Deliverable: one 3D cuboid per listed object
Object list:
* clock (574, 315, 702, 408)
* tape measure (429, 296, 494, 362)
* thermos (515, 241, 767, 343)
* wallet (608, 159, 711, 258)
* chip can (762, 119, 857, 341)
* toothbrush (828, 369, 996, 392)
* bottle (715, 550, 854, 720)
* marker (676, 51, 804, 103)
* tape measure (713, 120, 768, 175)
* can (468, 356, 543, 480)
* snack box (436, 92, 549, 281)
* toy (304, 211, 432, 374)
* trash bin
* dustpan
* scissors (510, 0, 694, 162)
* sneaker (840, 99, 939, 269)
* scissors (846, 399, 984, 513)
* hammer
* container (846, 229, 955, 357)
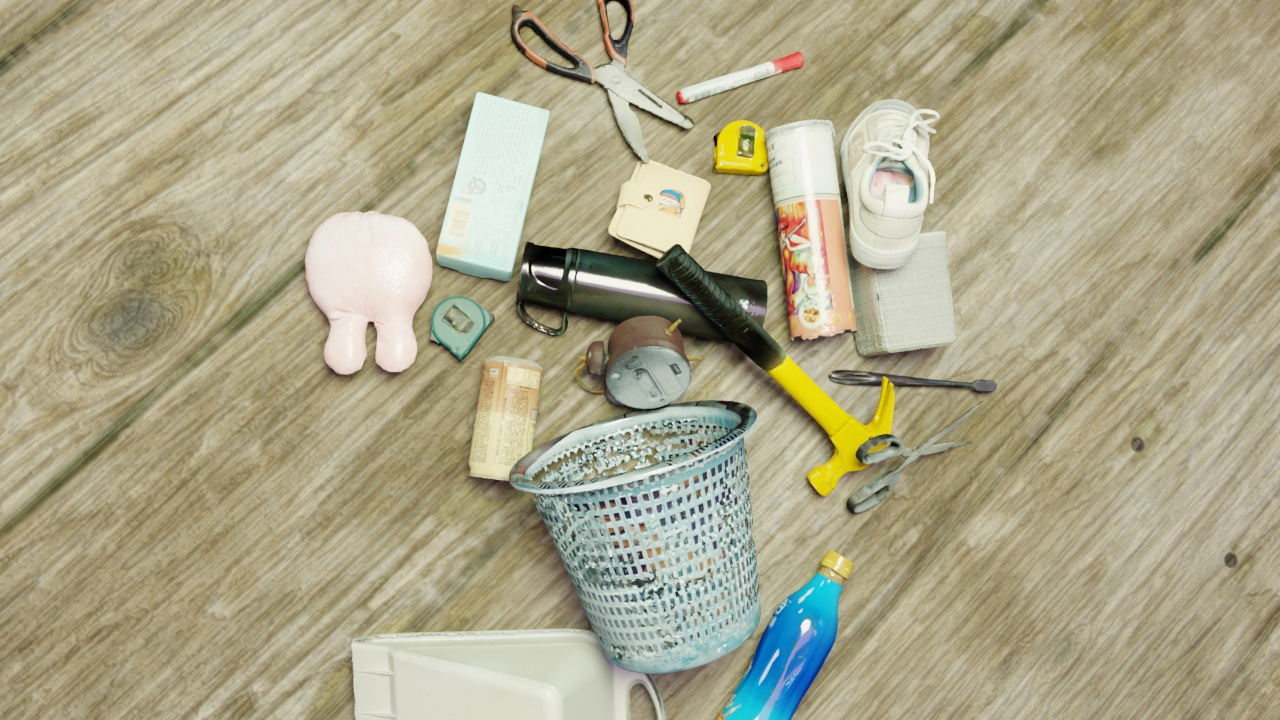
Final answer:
[{"bbox_3d":[-0.005,0.005,0.893,0.122,0.082,0.055,-20,42,15],"label":"clock"},{"bbox_3d":[-0.180,-0.035,0.905,0.054,0.025,0.058,36,79,-4],"label":"tape measure"},{"bbox_3d":[-0.001,-0.058,0.919,0.242,0.068,0.090,9,115,-5],"label":"thermos"},{"bbox_3d":[0.019,-0.154,0.924,0.087,0.024,0.114,20,55,-1],"label":"wallet"},{"bbox_3d":[0.174,-0.129,0.935,0.071,0.071,0.214,-7,90,-9],"label":"chip can"},{"bbox_3d":[0.287,0.022,0.971,0.181,0.018,0.015,4,89,-5],"label":"toothbrush"},{"bbox_3d":[0.146,0.288,0.895,0.065,0.065,0.218,32,81,-4],"label":"bottle"},{"bbox_3d":[0.107,-0.301,0.979,0.145,0.017,0.017,-20,87,-10],"label":"marker"},{"bbox_3d":[0.107,-0.223,0.964,0.060,0.029,0.057,3,83,-8],"label":"tape measure"},{"bbox_3d":[-0.130,0.057,0.885,0.058,0.058,0.116,9,82,-7],"label":"can"},{"bbox_3d":[-0.146,-0.171,0.911,0.074,0.052,0.174,14,83,-8],"label":"snack box"},{"bbox_3d":[-0.262,-0.065,0.882,0.121,0.054,0.159,-1,83,-1],"label":"toy"},{"bbox_3d":[0.015,0.161,0.829,0.226,0.226,0.195,-16,99,-10],"label":"trash bin"},{"bbox_3d":[-0.117,0.358,0.865,0.258,0.142,0.222,-1,92,20],"label":"dustpan"},{"bbox_3d":[-0.040,-0.309,0.954,0.189,0.015,0.227,-1,80,-7],"label":"scissors"},{"bbox_3d":[0.245,-0.203,0.904,0.089,0.091,0.241,8,49,8],"label":"sneaker"},{"bbox_3d":[0.275,0.094,0.930,0.181,0.159,0.014,-48,49,10],"label":"scissors"},{"bbox_3d":[0.130,0.000,0.889,0.300,0.032,0.129,43,101,-15],"label":"hammer"},{"bbox_3d":[0.264,-0.066,0.941,0.090,0.090,0.114,-8,88,-8],"label":"container"}]
